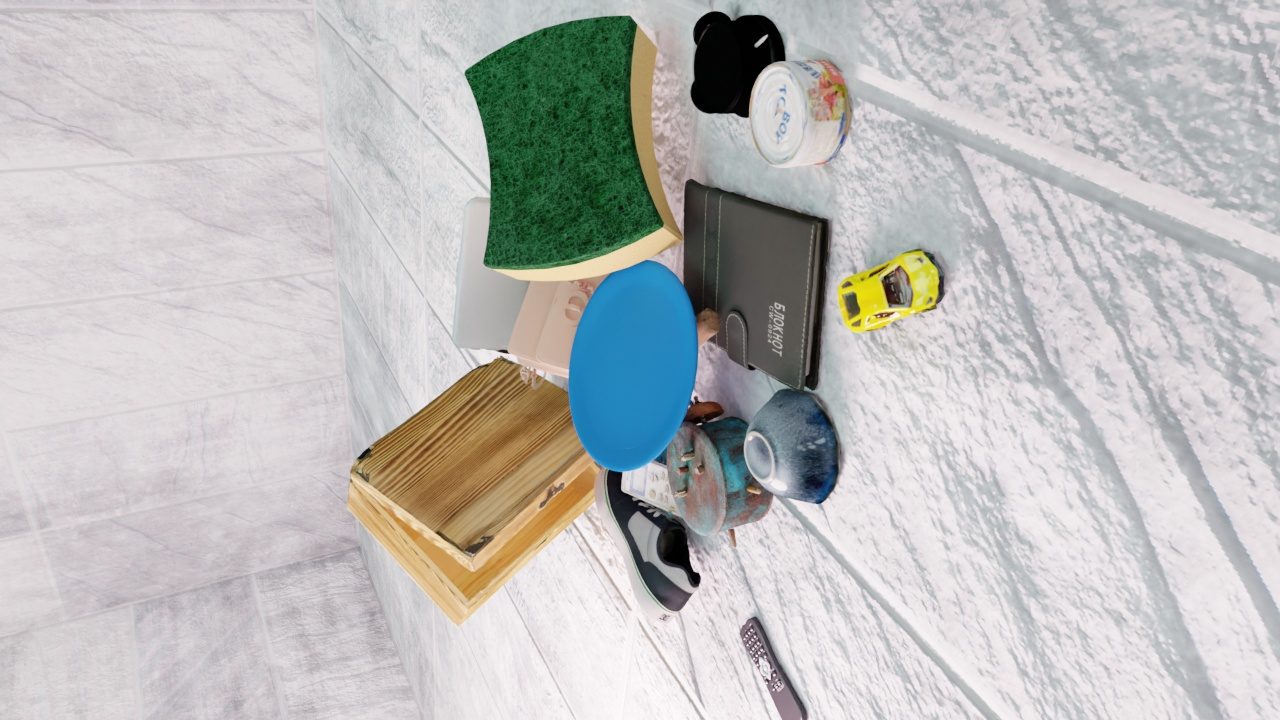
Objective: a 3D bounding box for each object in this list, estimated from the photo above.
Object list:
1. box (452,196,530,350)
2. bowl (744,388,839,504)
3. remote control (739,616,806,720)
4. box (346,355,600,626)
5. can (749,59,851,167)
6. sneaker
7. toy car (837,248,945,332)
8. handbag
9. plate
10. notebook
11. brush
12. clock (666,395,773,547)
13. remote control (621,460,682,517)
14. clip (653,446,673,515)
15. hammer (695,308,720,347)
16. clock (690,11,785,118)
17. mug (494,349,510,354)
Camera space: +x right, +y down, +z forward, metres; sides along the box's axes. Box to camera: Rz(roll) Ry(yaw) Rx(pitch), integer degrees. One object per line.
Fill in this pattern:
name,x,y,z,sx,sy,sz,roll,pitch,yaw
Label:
box,-0.149,-0.113,1.167,0.084,0.185,0.211,29,121,33
bowl,0.132,0.083,0.852,0.110,0.055,0.110,36,131,55
remote control,0.141,0.336,0.980,0.124,0.009,0.047,62,149,30
box,-0.213,0.143,1.222,0.258,0.278,0.221,43,147,10
can,0.130,-0.203,0.758,0.086,0.043,0.086,38,134,54
sneaker,0.012,0.205,1.130,0.079,0.084,0.235,-47,41,16
toy car,0.192,-0.053,0.710,0.107,0.030,0.049,-27,75,61
handbag,-0.069,-0.055,1.159,0.187,0.117,0.198,60,-134,-74
plate,-0.006,0.006,0.972,0.225,0.024,0.224,-15,71,51
notebook,0.102,-0.074,0.882,0.209,0.029,0.170,36,131,56
brush,-0.072,-0.216,0.960,0.195,0.075,0.250,-11,80,20
clock,0.068,0.108,0.967,0.157,0.073,0.121,58,147,38
remote control,0.028,0.150,1.082,0.136,0.011,0.050,16,107,43
clip,0.020,0.115,1.120,0.121,0.033,0.119,36,127,54
hammer,0.013,0.007,1.044,0.329,0.052,0.098,-36,68,64
clock,0.080,-0.266,0.832,0.121,0.042,0.091,39,133,52
mug,-0.188,-0.037,1.426,0.100,0.084,0.119,16,144,48
